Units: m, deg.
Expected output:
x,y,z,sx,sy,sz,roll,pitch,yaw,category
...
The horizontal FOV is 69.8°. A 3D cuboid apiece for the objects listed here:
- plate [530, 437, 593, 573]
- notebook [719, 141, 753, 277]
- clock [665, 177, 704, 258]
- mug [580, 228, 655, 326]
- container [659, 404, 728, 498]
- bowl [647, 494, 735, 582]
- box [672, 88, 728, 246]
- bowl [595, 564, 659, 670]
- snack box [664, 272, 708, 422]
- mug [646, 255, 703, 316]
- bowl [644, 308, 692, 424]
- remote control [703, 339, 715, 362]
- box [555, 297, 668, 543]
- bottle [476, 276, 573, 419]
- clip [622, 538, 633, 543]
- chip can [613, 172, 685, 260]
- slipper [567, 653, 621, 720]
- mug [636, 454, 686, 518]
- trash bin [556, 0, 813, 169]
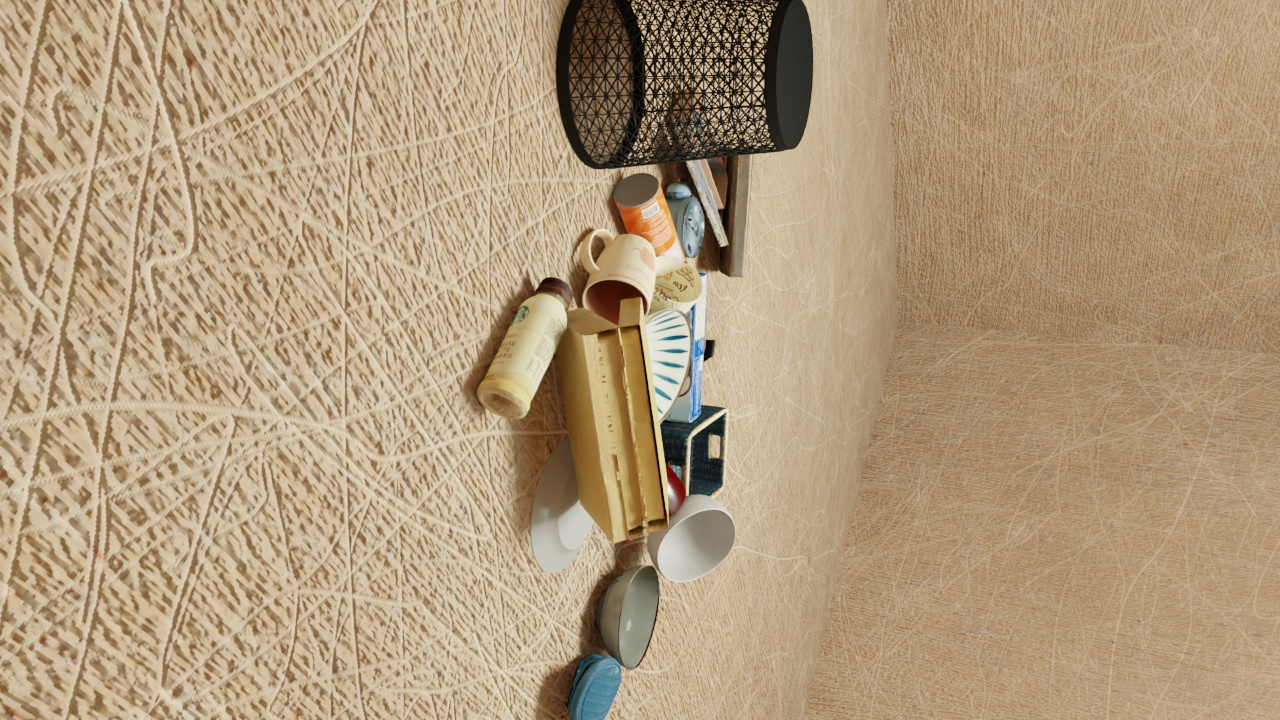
x,y,z,sx,sy,sz,roll,pitch,yaw,category
-0.086,0.183,1.155,0.172,0.019,0.173,7,90,-67,plate
0.158,-0.246,1.504,0.190,0.034,0.215,-90,-177,-80,notebook
0.060,-0.208,1.349,0.089,0.052,0.124,45,55,-60,clock
-0.030,-0.114,1.141,0.111,0.085,0.104,45,39,-26,mug
0.075,0.158,1.461,0.187,0.071,0.145,-24,118,-64,container
0.068,0.252,1.343,0.131,0.064,0.132,-13,123,-22,bowl
0.098,-0.286,1.387,0.216,0.058,0.153,58,31,-57,box
-0.025,0.358,1.301,0.150,0.057,0.150,6,90,-67,bowl
0.064,-0.021,1.403,0.059,0.059,0.226,-26,121,-66,snack box
0.014,-0.074,1.232,0.121,0.081,0.097,-26,160,-36,mug
-0.007,0.007,1.206,0.176,0.071,0.178,-36,137,-44,bowl
0.100,-0.015,1.473,0.125,0.010,0.039,157,-57,-80,remote control
-0.015,0.065,1.061,0.122,0.140,0.249,-16,108,-21,box
-0.118,-0.017,0.976,0.056,0.057,0.161,68,36,-49,bottle
-0.025,0.244,1.317,0.038,0.022,0.059,-65,146,-31,clip
0.022,-0.158,1.257,0.210,0.062,0.062,66,38,-51,chip can
-0.067,0.444,1.228,0.214,0.059,0.103,76,37,-68,slipper
0.002,0.178,1.293,0.113,0.087,0.088,-53,125,-42,mug
0.061,-0.330,1.068,0.216,0.243,0.217,7,90,-67,trash bin
